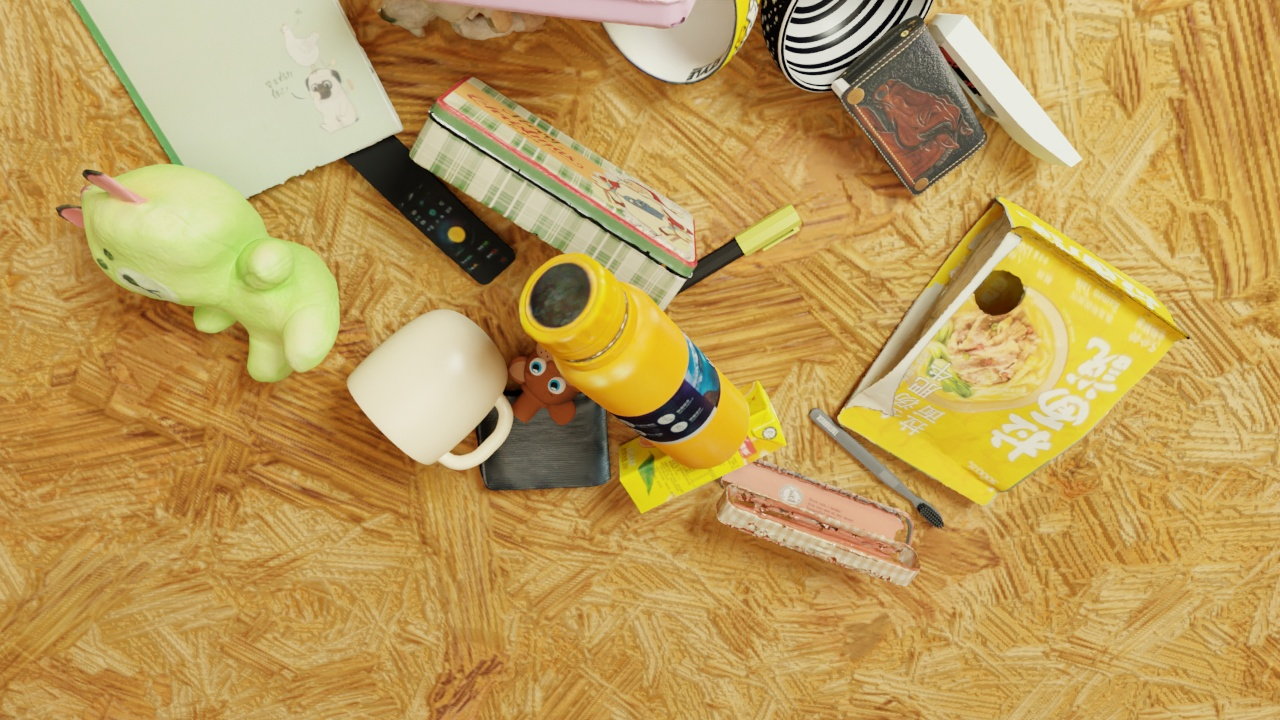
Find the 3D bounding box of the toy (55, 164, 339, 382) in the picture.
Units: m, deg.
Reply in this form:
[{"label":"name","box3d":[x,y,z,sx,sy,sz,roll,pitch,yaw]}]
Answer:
[{"label":"toy","box3d":[-0.310,-0.073,0.670,0.197,0.107,0.150,49,146,-20]}]

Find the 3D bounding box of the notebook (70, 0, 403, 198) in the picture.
[{"label":"notebook","box3d":[-0.301,-0.244,0.636,0.182,0.010,0.252,-18,112,16]}]

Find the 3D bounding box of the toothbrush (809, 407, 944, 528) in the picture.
[{"label":"toothbrush","box3d":[0.207,0.094,0.799,0.167,0.013,0.013,40,106,-13]}]

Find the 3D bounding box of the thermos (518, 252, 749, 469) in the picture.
[{"label":"thermos","box3d":[-0.004,0.004,0.637,0.076,0.091,0.232,-60,145,-7]}]

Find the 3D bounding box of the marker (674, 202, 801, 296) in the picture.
[{"label":"marker","box3d":[0.069,-0.082,0.719,0.124,0.017,0.021,-30,109,12]}]

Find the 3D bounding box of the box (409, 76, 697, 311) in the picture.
[{"label":"box","box3d":[-0.054,-0.120,0.649,0.205,0.117,0.051,30,110,-11]}]

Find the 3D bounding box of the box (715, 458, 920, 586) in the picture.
[{"label":"box","box3d":[0.153,0.135,0.784,0.187,0.082,0.042,20,121,-11]}]

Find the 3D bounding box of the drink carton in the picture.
[{"label":"drink carton","box3d":[0.050,0.072,0.760,0.135,0.058,0.043,-27,113,9]}]

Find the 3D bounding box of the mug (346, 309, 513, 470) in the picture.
[{"label":"mug","box3d":[-0.149,0.022,0.711,0.100,0.096,0.120,-42,93,-1]}]

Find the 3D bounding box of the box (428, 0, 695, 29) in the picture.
[{"label":"box","box3d":[-0.055,-0.266,0.540,0.202,0.077,0.146,11,87,11]}]

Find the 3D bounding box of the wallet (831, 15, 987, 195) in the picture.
[{"label":"wallet","box3d":[0.195,-0.178,0.655,0.072,0.019,0.123,-38,132,18]}]

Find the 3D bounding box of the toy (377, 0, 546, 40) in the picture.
[{"label":"toy","box3d":[-0.127,-0.249,0.627,0.106,0.074,0.085,-15,125,9]}]

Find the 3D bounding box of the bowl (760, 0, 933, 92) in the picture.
[{"label":"bowl","box3d":[0.130,-0.250,0.615,0.120,0.066,0.120,-20,148,-13]}]

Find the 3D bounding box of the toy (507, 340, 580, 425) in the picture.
[{"label":"toy","box3d":[-0.058,-0.003,0.719,0.095,0.065,0.128,44,99,7]}]

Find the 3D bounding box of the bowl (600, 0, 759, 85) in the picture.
[{"label":"bowl","box3d":[0.031,-0.253,0.610,0.117,0.067,0.117,27,144,22]}]

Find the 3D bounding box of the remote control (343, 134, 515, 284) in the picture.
[{"label":"remote control","box3d":[-0.160,-0.120,0.697,0.041,0.020,0.152,-38,109,20]}]

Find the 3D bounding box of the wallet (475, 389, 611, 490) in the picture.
[{"label":"wallet","box3d":[-0.084,0.066,0.773,0.115,0.026,0.089,-4,111,0]}]

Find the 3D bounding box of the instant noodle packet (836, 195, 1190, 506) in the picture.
[{"label":"instant noodle packet","box3d":[0.286,0.008,0.735,0.163,0.084,0.222,28,116,-10]}]

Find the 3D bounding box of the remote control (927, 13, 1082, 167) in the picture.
[{"label":"remote control","box3d":[0.256,-0.191,0.660,0.143,0.049,0.024,42,105,-17]}]
